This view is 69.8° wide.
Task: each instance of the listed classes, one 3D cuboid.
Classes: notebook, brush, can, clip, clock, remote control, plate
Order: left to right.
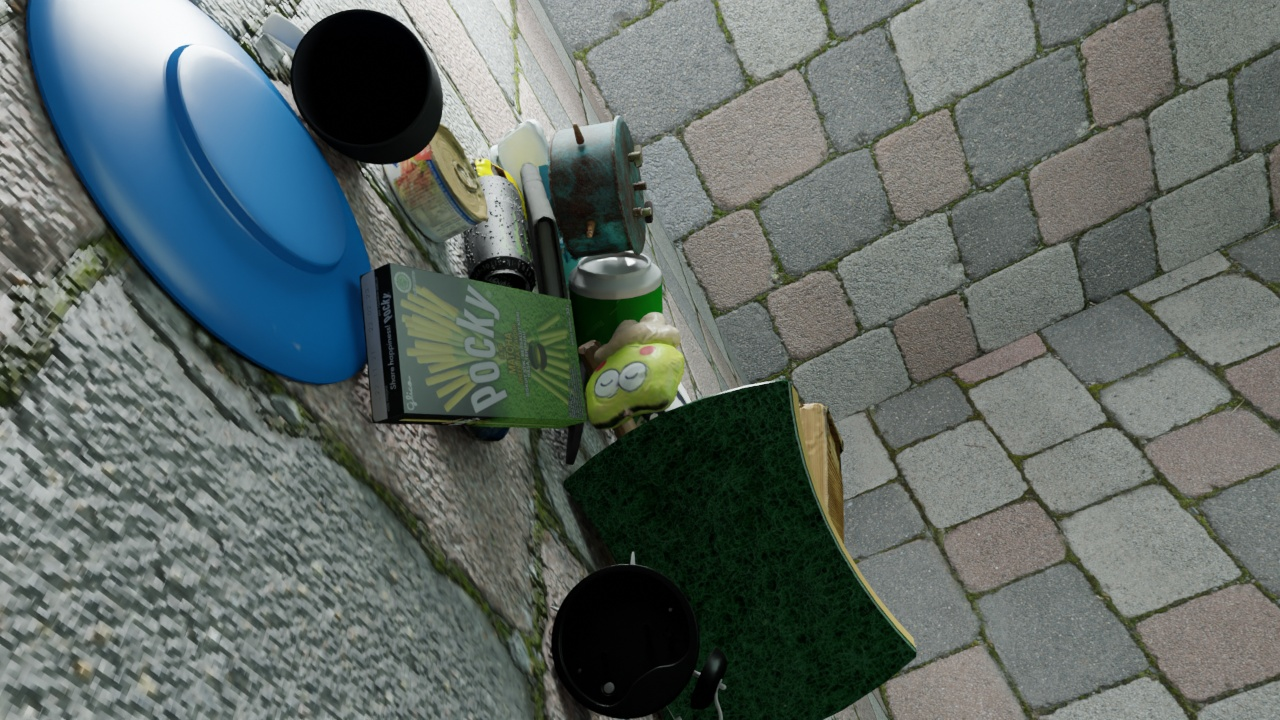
[{"bbox_3d":[-0.190,-0.095,0.449,0.224,0.024,0.224,61,10,-19],"label":"plate"},{"bbox_3d":[-0.155,-0.136,0.697,0.086,0.043,0.086,61,10,-20],"label":"can"},{"bbox_3d":[-0.119,-0.099,0.761,0.054,0.054,0.137,55,13,-44],"label":"can"},{"bbox_3d":[-0.080,-0.071,0.809,0.208,0.029,0.170,-106,-171,-66],"label":"notebook"},{"bbox_3d":[-0.075,-0.135,0.885,0.119,0.033,0.121,171,-94,-80],"label":"clip"},{"bbox_3d":[-0.057,0.045,0.795,0.124,0.009,0.046,-95,-162,-64],"label":"remote control"},{"bbox_3d":[-0.027,-0.152,0.828,0.157,0.073,0.121,-26,109,-79],"label":"clock"},{"bbox_3d":[-0.022,-0.028,0.881,0.087,0.088,0.140,-96,-177,-64],"label":"can"},{"bbox_3d":[-0.001,0.184,0.559,0.120,0.091,0.042,54,-6,25],"label":"clock"},{"bbox_3d":[0.075,0.157,0.717,0.250,0.195,0.075,67,10,14],"label":"brush"}]

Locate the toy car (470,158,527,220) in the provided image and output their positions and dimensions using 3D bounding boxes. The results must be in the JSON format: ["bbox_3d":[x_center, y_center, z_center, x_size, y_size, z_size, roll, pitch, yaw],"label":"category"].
[{"bbox_3d":[-0.140,-0.170,0.920,0.049,0.030,0.107,67,11,12],"label":"toy car"}]

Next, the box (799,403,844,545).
[{"bbox_3d":[0.171,0.207,1.084,0.279,0.221,0.258,44,24,-69],"label":"box"}]

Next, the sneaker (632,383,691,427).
[{"bbox_3d":[0.029,0.082,0.912,0.079,0.084,0.235,18,20,-32],"label":"sneaker"}]

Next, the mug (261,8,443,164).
[{"bbox_3d":[-0.182,-0.176,0.587,0.119,0.085,0.100,34,-1,-4],"label":"mug"}]

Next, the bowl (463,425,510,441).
[{"bbox_3d":[-0.102,-0.005,0.609,0.110,0.055,0.110,61,10,-18],"label":"bowl"}]

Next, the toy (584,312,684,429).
[{"bbox_3d":[-0.004,0.004,0.756,0.046,0.092,0.115,49,32,-35],"label":"toy"}]

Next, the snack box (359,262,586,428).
[{"bbox_3d":[-0.092,-0.003,0.533,0.147,0.025,0.080,8,70,-54],"label":"snack box"}]

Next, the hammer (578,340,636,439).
[{"bbox_3d":[0.016,0.132,0.838,0.098,0.052,0.328,-77,145,-76],"label":"hammer"}]

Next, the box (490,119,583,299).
[{"bbox_3d":[-0.095,-0.153,1.008,0.211,0.084,0.186,63,-1,-11],"label":"box"}]
